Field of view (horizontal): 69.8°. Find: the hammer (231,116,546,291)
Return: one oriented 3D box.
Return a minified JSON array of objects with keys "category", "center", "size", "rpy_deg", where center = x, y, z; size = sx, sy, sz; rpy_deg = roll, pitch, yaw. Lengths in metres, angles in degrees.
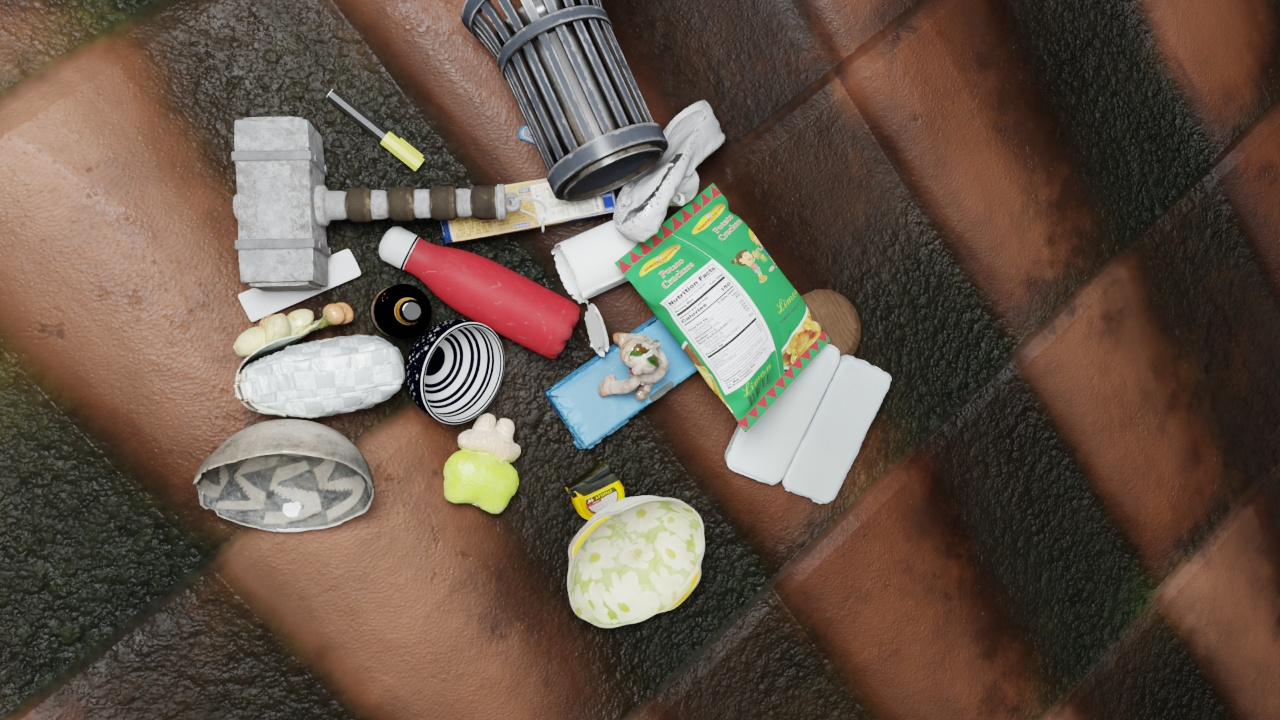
[{"category":"hammer","center":[-0.266,-0.169,0.990],"size":[0.326,0.079,0.177],"rpy_deg":[-2,90,-7]}]

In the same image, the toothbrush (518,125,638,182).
[{"category":"toothbrush","center":[-0.071,-0.252,1.130],"size":[0.166,0.014,0.016],"rpy_deg":[18,87,-20]}]

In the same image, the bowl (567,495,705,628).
[{"category":"bowl","center":[-0.015,0.236,1.132],"size":[0.188,0.060,0.219],"rpy_deg":[-49,130,2]}]

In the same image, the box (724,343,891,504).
[{"category":"box","center":[0.227,0.080,1.234],"size":[0.188,0.037,0.209],"rpy_deg":[25,95,-17]}]

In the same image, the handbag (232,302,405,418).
[{"category":"handbag","center":[-0.347,-0.001,0.995],"size":[0.171,0.113,0.123],"rpy_deg":[-8,88,-19]}]

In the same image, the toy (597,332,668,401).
[{"category":"toy","center":[-0.006,0.006,1.080],"size":[0.074,0.106,0.085],"rpy_deg":[30,75,-6]}]

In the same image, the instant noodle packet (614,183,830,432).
[{"category":"instant noodle packet","center":[0.108,-0.069,1.121],"size":[0.195,0.091,0.252],"rpy_deg":[-43,99,-32]}]

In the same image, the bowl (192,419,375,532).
[{"category":"bowl","center":[-0.373,0.111,0.981],"size":[0.178,0.179,0.081],"rpy_deg":[7,54,-20]}]

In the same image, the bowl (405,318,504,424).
[{"category":"bowl","center":[-0.223,0.007,1.055],"size":[0.119,0.066,0.120],"rpy_deg":[-25,124,-44]}]

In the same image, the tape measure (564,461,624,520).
[{"category":"tape measure","center":[-0.054,0.168,1.146],"size":[0.065,0.037,0.064],"rpy_deg":[-33,103,-13]}]

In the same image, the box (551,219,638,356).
[{"category":"box","center":[-0.032,-0.091,1.110],"size":[0.106,0.080,0.150],"rpy_deg":[-23,88,-16]}]

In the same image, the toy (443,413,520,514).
[{"category":"toy","center":[-0.185,0.122,1.094],"size":[0.092,0.046,0.115],"rpy_deg":[18,80,-21]}]

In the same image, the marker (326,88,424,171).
[{"category":"marker","center":[-0.301,-0.263,1.045],"size":[0.124,0.018,0.021],"rpy_deg":[38,47,-16]}]

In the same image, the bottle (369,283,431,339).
[{"category":"bottle","center":[-0.255,-0.053,0.985],"size":[0.059,0.182,0.059],"rpy_deg":[-1,93,-20]}]

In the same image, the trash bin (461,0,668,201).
[{"category":"trash bin","center":[-0.076,-0.307,1.019],"size":[0.164,0.164,0.227],"rpy_deg":[-23,87,-17]}]

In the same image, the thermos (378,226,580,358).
[{"category":"thermos","center":[-0.189,-0.084,1.065],"size":[0.240,0.073,0.073],"rpy_deg":[27,84,-11]}]

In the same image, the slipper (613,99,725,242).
[{"category":"slipper","center":[0.038,-0.222,1.100],"size":[0.074,0.112,0.246],"rpy_deg":[41,48,-12]}]

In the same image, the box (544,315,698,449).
[{"category":"box","center":[-0.001,0.013,1.149],"size":[0.231,0.052,0.093],"rpy_deg":[-34,102,-15]}]

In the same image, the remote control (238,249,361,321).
[{"category":"remote control","center":[-0.381,-0.085,1.028],"size":[0.130,0.012,0.033],"rpy_deg":[-27,99,-16]}]

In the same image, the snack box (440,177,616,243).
[{"category":"snack box","center":[-0.134,-0.184,1.089],"size":[0.206,0.057,0.056],"rpy_deg":[-14,98,-20]}]

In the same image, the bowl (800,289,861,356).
[{"category":"bowl","center":[0.256,-0.039,1.250],"size":[0.117,0.030,0.118],"rpy_deg":[-1,93,-20]}]
